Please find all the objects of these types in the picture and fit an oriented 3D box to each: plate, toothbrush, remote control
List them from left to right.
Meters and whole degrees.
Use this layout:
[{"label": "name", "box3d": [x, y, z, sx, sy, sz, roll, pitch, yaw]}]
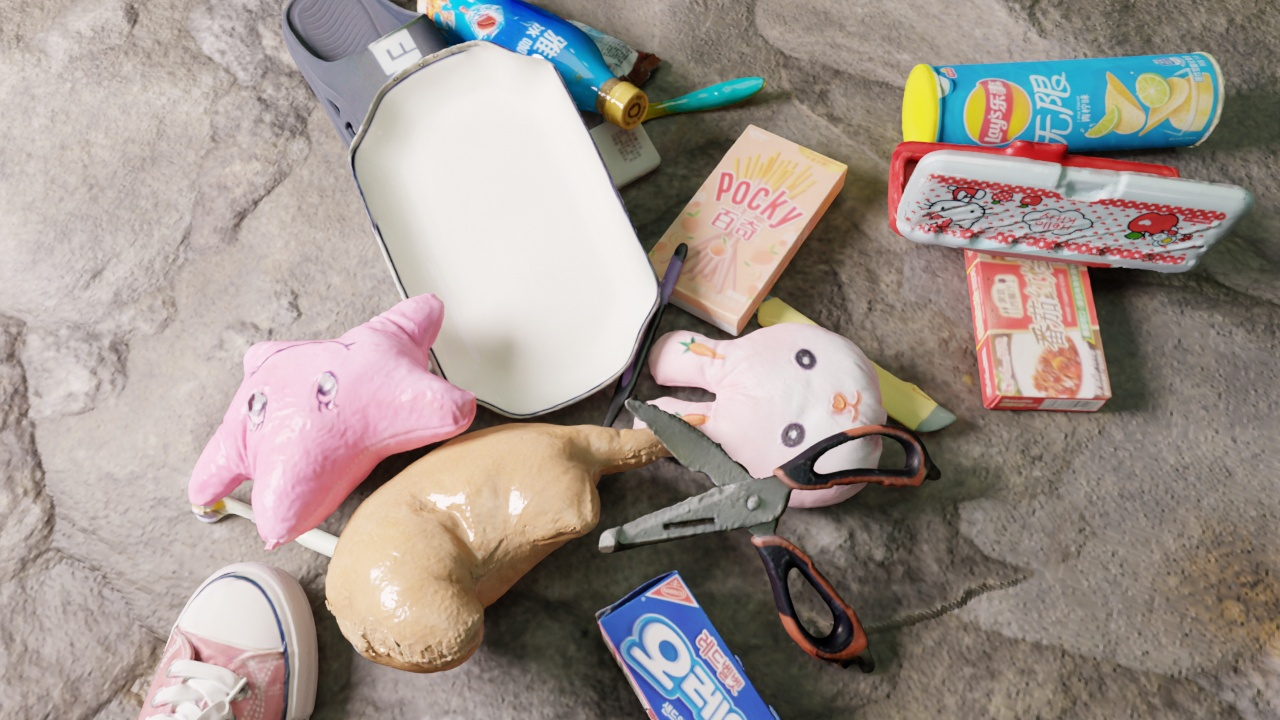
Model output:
[{"label": "toothbrush", "box3d": [-0.193, 0.117, 0.570, 0.189, 0.029, 0.020, 19, 25, 9]}, {"label": "plate", "box3d": [-0.093, -0.090, 0.628, 0.162, 0.034, 0.265, -26, 80, 0]}, {"label": "remote control", "box3d": [-0.047, -0.138, 0.681, 0.124, 0.024, 0.049, -32, 96, -14]}, {"label": "toothbrush", "box3d": [-0.004, 0.003, 0.609, 0.014, 0.017, 0.188, 17, 73, 19]}]

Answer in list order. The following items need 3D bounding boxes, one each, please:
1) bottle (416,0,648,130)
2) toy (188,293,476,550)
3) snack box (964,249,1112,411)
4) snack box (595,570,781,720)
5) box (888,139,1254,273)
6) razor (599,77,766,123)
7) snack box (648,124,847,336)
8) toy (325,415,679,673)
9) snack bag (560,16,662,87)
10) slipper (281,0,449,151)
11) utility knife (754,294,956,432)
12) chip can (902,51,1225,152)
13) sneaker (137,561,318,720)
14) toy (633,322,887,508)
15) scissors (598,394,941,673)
[{"label": "bottle", "box3d": [-0.082, -0.235, 0.701, 0.219, 0.065, 0.065, 37, 70, 26]}, {"label": "toy", "box3d": [-0.185, 0.036, 0.553, 0.195, 0.075, 0.178, -12, 47, 16]}, {"label": "snack box", "box3d": [0.270, -0.039, 0.633, 0.075, 0.025, 0.152, 2, 64, 2]}, {"label": "snack box", "box3d": [0.052, 0.216, 0.493, 0.057, 0.058, 0.207, -30, 67, -13]}, {"label": "box", "box3d": [0.272, -0.119, 0.603, 0.201, 0.100, 0.094, 7, 64, 3]}, {"label": "razor", "box3d": [0.033, -0.203, 0.718, 0.132, 0.028, 0.043, -13, 90, -2]}, {"label": "snack box", "box3d": [0.075, -0.097, 0.663, 0.084, 0.026, 0.157, 28, 68, 20]}, {"label": "toy", "box3d": [-0.077, 0.082, 0.531, 0.225, 0.082, 0.143, -39, 41, -26]}, {"label": "snack bag", "box3d": [-0.038, -0.252, 0.745, 0.105, 0.026, 0.045, 25, 58, 12]}, {"label": "slipper", "box3d": [-0.202, -0.225, 0.706, 0.110, 0.083, 0.268, -36, 67, -14]}, {"label": "utility knife", "box3d": [0.131, -0.006, 0.624, 0.179, 0.019, 0.030, 39, 66, 17]}, {"label": "chip can", "box3d": [0.308, -0.188, 0.681, 0.210, 0.071, 0.071, -3, 63, 0]}, {"label": "sneaker", "box3d": [-0.241, 0.220, 0.480, 0.118, 0.088, 0.240, 8, 65, 5]}, {"label": "toy", "box3d": [0.076, 0.031, 0.589, 0.159, 0.054, 0.121, 7, 69, 11]}, {"label": "scissors", "box3d": [0.082, 0.084, 0.523, 0.188, 0.015, 0.225, -45, 103, -18]}]
